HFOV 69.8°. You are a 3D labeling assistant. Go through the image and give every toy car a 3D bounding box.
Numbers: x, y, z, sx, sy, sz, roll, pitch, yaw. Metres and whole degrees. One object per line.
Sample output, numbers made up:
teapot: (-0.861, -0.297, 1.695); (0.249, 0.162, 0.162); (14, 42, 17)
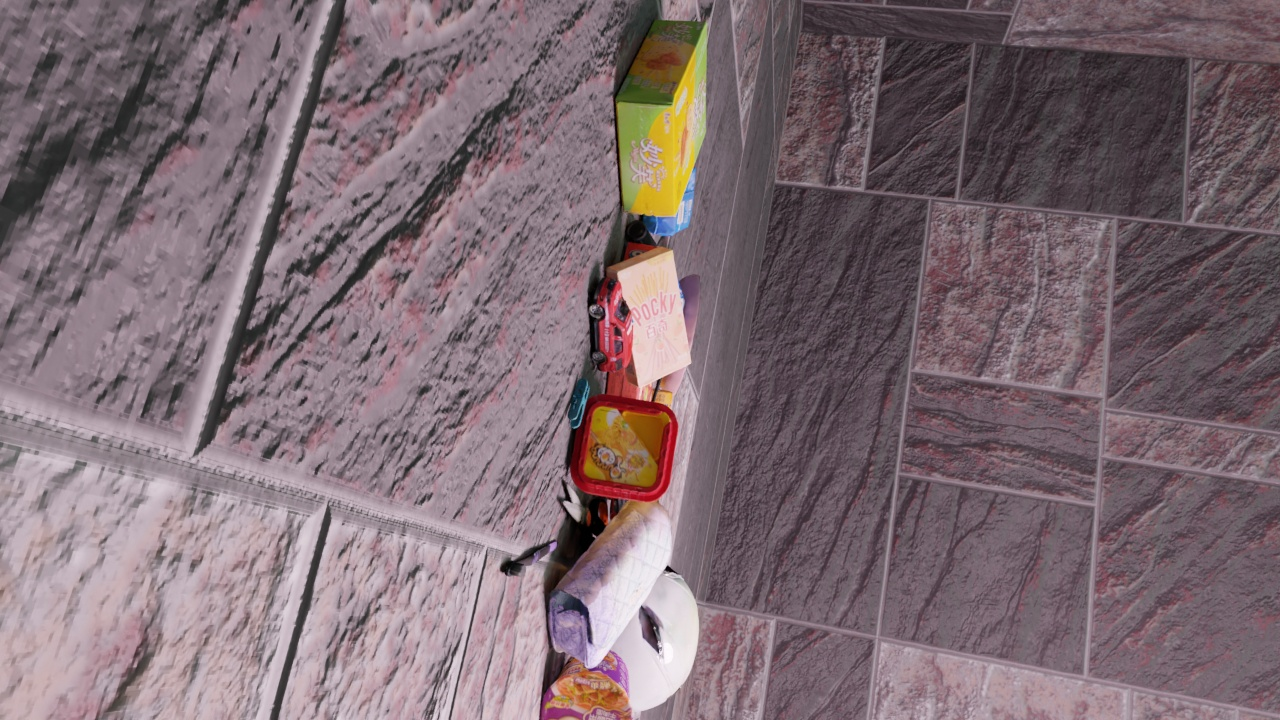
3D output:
toy car: (-0.032, -0.041, 1.069); (0.052, 0.045, 0.121); (-72, 163, -47)
toy car: (-0.026, 0.200, 1.227); (0.106, 0.031, 0.049); (71, 19, -62)

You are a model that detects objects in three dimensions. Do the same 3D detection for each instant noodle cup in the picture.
instant noodle cup: (-0.059, 0.409, 1.121); (0.099, 0.111, 0.111); (-59, 156, -79)
instant noodle cup: (-0.020, 0.107, 1.093); (0.124, 0.116, 0.116); (103, -4, -81)

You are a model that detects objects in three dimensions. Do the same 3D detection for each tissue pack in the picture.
tissue pack: (0.039, -0.225, 1.272); (0.157, 0.052, 0.095); (-46, 144, -71)

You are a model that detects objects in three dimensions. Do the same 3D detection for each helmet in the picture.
helmet: (0.009, 0.394, 1.330); (0.228, 0.146, 0.259); (-68, 162, -51)

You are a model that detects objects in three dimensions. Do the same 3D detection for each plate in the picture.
plate: (0.052, -0.042, 1.421); (0.192, 0.039, 0.192); (-171, -88, -85)

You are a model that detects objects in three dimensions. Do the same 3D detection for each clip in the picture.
clip: (-0.069, 0.047, 1.025); (0.040, 0.014, 0.056); (80, 23, -59)

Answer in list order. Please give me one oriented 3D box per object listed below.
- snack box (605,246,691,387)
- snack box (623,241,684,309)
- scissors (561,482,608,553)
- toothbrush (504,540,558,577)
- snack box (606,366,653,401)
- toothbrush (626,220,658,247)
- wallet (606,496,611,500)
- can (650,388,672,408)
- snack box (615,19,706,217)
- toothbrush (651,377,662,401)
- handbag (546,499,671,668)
snack box: (0.011, -0.052, 1.126); (0.084, 0.026, 0.157); (-25, 119, -27)
snack box: (0.017, -0.094, 1.246); (0.207, 0.058, 0.057); (62, 41, -72)
scissors: (-0.069, 0.185, 1.130); (0.162, 0.022, 0.234); (-79, 165, -49)
toothbrush: (-0.106, 0.203, 0.947); (0.189, 0.017, 0.014); (19, 79, -80)
snack box: (-0.007, 0.007, 1.224); (0.127, 0.044, 0.113); (-38, 135, -75)
toothbrush: (0.012, -0.151, 1.257); (0.212, 0.027, 0.026); (38, 46, -78)
wallet: (-0.029, 0.123, 1.261); (0.087, 0.024, 0.114); (92, 13, -53)
can: (0.010, 0.113, 1.352); (0.058, 0.058, 0.146); (14, 84, -79)
snack box: (0.030, -0.300, 1.124); (0.158, 0.070, 0.209); (86, 16, -45)
toothbrush: (0.033, 0.013, 1.256); (0.015, 0.018, 0.181); (60, 44, -71)
handbag: (-0.032, 0.264, 1.106); (0.193, 0.076, 0.134); (-47, 146, -46)
